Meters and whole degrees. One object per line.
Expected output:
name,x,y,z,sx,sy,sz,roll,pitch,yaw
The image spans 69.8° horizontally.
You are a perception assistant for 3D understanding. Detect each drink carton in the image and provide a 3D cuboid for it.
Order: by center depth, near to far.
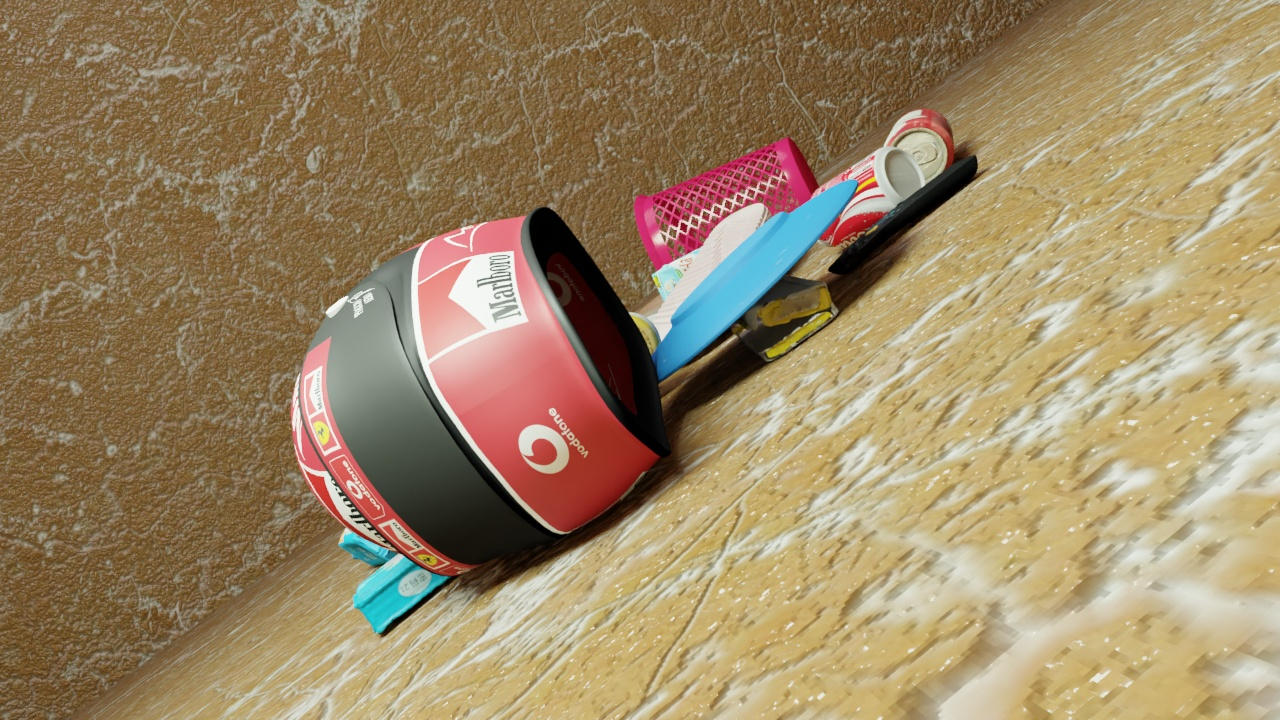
drink carton,0.071,-0.104,1.030,0.128,0.044,0.039,-29,9,-33

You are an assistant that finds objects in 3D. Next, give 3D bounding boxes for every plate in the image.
plate,0.072,-0.064,0.698,0.224,0.024,0.224,-44,5,4

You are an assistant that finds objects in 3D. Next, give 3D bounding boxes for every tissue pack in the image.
tissue pack,-0.285,0.176,1.024,0.145,0.061,0.092,-25,32,59

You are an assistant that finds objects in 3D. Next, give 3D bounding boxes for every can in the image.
can,0.205,-0.148,0.847,0.064,0.064,0.105,-40,6,-36
can,0.286,-0.218,0.939,0.067,0.067,0.169,-33,6,25

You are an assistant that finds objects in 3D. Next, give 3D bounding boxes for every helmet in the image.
helmet,-0.113,0.026,0.598,0.225,0.198,0.270,-32,22,10

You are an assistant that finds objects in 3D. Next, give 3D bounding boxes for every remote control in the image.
remote control,0.219,-0.119,0.762,0.151,0.020,0.041,-38,6,-9

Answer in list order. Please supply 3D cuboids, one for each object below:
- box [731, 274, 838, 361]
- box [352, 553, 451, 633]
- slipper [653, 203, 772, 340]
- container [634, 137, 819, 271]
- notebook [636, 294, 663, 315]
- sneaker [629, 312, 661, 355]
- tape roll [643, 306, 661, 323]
box,0.105,-0.036,0.716,0.066,0.044,0.209,-23,6,3
box,-0.136,0.132,0.763,0.226,0.039,0.182,-38,5,-19
slipper,0.090,-0.076,0.940,0.094,0.064,0.238,-20,28,38
container,0.135,-0.203,1.289,0.226,0.183,0.182,-26,9,21
notebook,0.085,-0.084,1.098,0.211,0.022,0.168,-21,10,28
sneaker,-0.043,0.012,0.886,0.239,0.086,0.121,-36,8,40
tape roll,0.013,-0.020,0.982,0.094,0.030,0.093,-28,24,14
